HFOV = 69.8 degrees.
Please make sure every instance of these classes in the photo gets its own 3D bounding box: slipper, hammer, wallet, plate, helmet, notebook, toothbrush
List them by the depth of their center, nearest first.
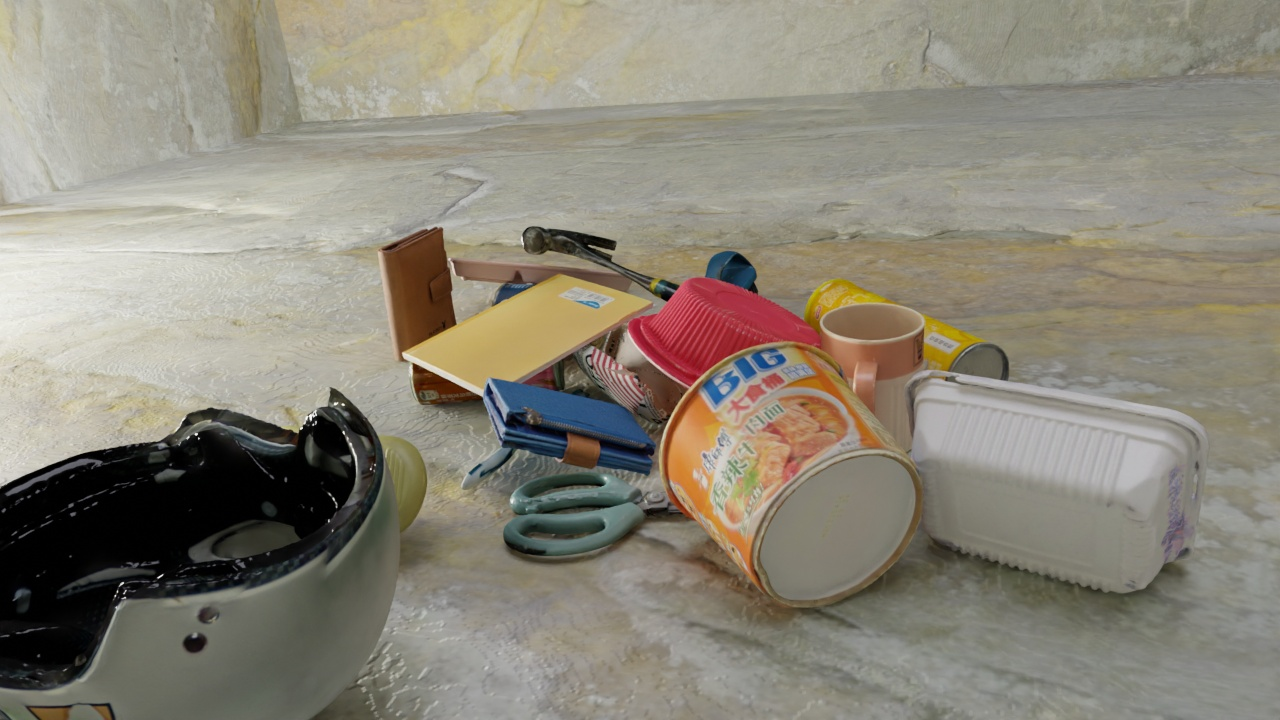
[{"bbox_3d":[-0.256,0.137,0.520,0.274,0.157,0.229,-11,24,14],"label":"helmet"},{"bbox_3d":[-0.228,0.102,0.711,0.191,0.091,0.081,-3,-18,31],"label":"slipper"},{"bbox_3d":[-0.061,0.054,0.766,0.133,0.040,0.106,13,15,-23],"label":"wallet"},{"bbox_3d":[-0.098,0.068,0.821,0.018,0.016,0.191,17,30,23],"label":"toothbrush"},{"bbox_3d":[-0.109,-0.031,0.898,0.146,0.010,0.205,20,40,41],"label":"notebook"},{"bbox_3d":[0.034,-0.074,0.974,0.323,0.032,0.126,26,16,21],"label":"hammer"},{"bbox_3d":[-0.253,-0.078,1.052,0.031,0.132,0.107,9,26,22],"label":"wallet"},{"bbox_3d":[-0.121,-0.104,1.131,0.229,0.028,0.229,5,5,-1],"label":"plate"}]

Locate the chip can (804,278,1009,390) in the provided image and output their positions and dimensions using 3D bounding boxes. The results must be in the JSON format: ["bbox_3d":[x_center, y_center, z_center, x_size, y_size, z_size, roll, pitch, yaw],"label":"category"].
[{"bbox_3d":[0.242,-0.018,0.863,0.072,0.072,0.213,-15,24,-20],"label":"chip can"}]

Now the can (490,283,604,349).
[{"bbox_3d":[-0.099,-0.047,1.011,0.111,0.075,0.075,2,24,18],"label":"can"}]

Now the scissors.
[{"bbox_3d":[-0.020,0.105,0.715,0.185,0.019,0.130,-12,23,-16],"label":"scissors"}]

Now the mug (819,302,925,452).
[{"bbox_3d":[0.186,0.022,0.740,0.082,0.106,0.114,1,24,17],"label":"mug"}]

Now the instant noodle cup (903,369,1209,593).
[{"bbox_3d":[0.247,0.082,0.574,0.174,0.138,0.060,10,49,34],"label":"instant noodle cup"}]

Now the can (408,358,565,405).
[{"bbox_3d":[-0.152,0.010,0.914,0.147,0.058,0.057,-6,23,1],"label":"can"}]

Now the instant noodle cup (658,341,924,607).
[{"bbox_3d":[0.101,0.079,0.594,0.151,0.151,0.111,-13,32,-16],"label":"instant noodle cup"}]

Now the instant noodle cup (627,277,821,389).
[{"bbox_3d":[0.088,-0.018,0.808,0.194,0.066,0.193,21,18,-7],"label":"instant noodle cup"}]

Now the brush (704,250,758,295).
[{"bbox_3d":[0.098,-0.088,1.062,0.055,0.073,0.143,-1,23,23],"label":"brush"}]

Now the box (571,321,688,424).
[{"bbox_3d":[0.000,0.004,0.874,0.087,0.076,0.163,-38,31,-16],"label":"box"}]
